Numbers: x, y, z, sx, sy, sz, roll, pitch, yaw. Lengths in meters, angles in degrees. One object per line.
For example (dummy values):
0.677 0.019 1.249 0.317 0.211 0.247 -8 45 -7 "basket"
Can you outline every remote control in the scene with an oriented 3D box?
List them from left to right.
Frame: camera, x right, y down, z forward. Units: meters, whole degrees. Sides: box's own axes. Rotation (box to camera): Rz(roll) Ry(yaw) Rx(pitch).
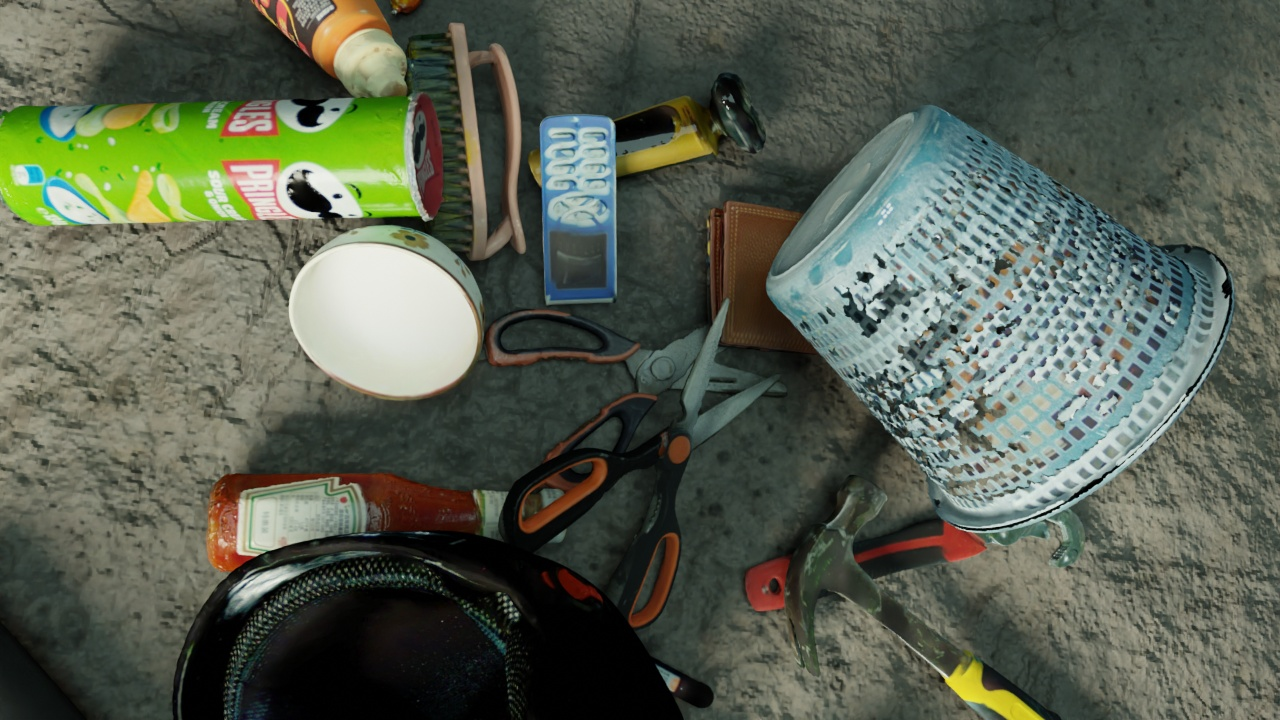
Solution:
-0.040 -0.097 0.602 0.049 0.024 0.125 -2 108 -7 "remote control"

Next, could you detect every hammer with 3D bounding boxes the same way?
0.230 0.225 0.638 0.323 0.032 0.126 39 78 -10 "hammer"

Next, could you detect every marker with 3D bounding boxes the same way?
-0.005 0.197 0.602 0.124 0.015 0.018 31 78 -11 "marker"

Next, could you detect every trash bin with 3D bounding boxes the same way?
0.196 -0.041 0.572 0.195 0.227 0.226 39 75 -6 "trash bin"

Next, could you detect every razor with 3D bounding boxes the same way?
0.005 -0.152 0.627 0.167 0.068 0.062 -19 79 -9 "razor"

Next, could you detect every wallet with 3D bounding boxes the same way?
0.105 -0.053 0.647 0.124 0.032 0.101 5 82 -23 "wallet"

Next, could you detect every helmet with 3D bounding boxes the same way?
-0.097 0.204 0.470 0.234 0.230 0.274 -35 87 9 "helmet"

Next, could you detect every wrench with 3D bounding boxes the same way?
0.202 0.138 0.660 0.273 0.016 0.056 -6 84 -15 "wrench"

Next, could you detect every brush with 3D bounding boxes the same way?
-0.112 -0.136 0.594 0.073 0.063 0.145 -7 85 -22 "brush"

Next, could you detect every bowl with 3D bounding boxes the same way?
-0.149 -0.037 0.562 0.113 0.114 0.062 18 35 -11 "bowl"

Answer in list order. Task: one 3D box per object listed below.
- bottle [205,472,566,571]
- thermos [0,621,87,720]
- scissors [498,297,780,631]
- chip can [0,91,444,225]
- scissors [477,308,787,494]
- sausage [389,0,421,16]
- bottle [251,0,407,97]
-0.148 0.096 0.556 0.206 0.060 0.059 1 82 -15 "bottle"
-0.320 0.243 0.487 0.089 0.069 0.242 -39 93 -21 "thermos"
0.007 0.074 0.586 0.220 0.022 0.229 -11 110 -36 "scissors"
-0.236 -0.113 0.525 0.236 0.072 0.072 -1 83 2 "chip can"
-0.007 0.012 0.625 0.189 0.015 0.226 41 74 -6 "scissors"
-0.129 -0.303 0.632 0.021 0.021 0.165 29 77 -9 "sausage"
-0.187 -0.208 0.562 0.066 0.067 0.149 -33 69 -16 "bottle"
